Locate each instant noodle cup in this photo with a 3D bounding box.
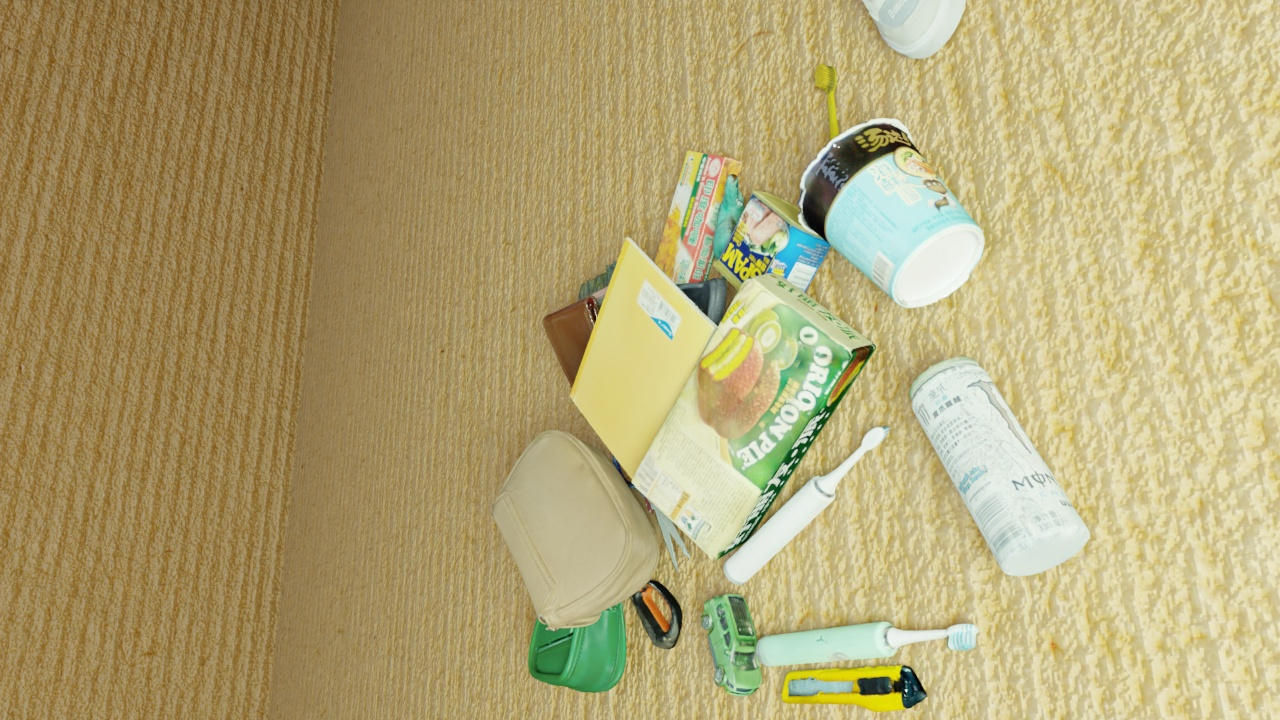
[{"bbox_3d":[0.198,-0.107,0.706,0.111,0.111,0.120,-58,45,31],"label":"instant noodle cup"}]

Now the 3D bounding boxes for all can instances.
[{"bbox_3d":[0.124,-0.102,0.860,0.083,0.057,0.102,-64,34,21],"label":"can"},{"bbox_3d":[0.237,0.069,0.619,0.058,0.058,0.146,-54,39,36],"label":"can"}]

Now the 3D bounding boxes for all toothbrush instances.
[{"bbox_3d":[0.170,0.220,0.716,0.225,0.026,0.027,-30,34,51],"label":"toothbrush"},{"bbox_3d":[0.175,-0.189,0.839,0.016,0.016,0.190,-27,59,53],"label":"toothbrush"},{"bbox_3d":[0.140,0.126,0.791,0.026,0.026,0.222,52,129,20],"label":"toothbrush"}]

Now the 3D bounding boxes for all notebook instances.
[{"bbox_3d":[-0.005,0.005,0.896,0.146,0.010,0.207,49,133,34],"label":"notebook"}]

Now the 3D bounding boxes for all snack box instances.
[{"bbox_3d":[0.059,-0.148,1.008,0.077,0.027,0.156,32,108,56],"label":"snack box"},{"bbox_3d":[0.093,0.052,0.815,0.114,0.063,0.241,40,119,24],"label":"snack box"}]

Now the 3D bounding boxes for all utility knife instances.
[{"bbox_3d":[0.162,0.260,0.725,0.154,0.015,0.033,-30,54,52],"label":"utility knife"}]

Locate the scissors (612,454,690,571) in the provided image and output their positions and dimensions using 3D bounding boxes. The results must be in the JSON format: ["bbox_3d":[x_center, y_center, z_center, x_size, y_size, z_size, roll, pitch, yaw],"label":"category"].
[{"bbox_3d":[0.008,0.144,0.964,0.141,0.012,0.171,-19,72,54],"label":"scissors"}]

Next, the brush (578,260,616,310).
[{"bbox_3d":[-0.035,-0.068,1.104,0.146,0.063,0.073,-19,68,56],"label":"brush"}]

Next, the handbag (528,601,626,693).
[{"bbox_3d":[-0.066,0.301,1.012,0.132,0.068,0.120,-29,47,59],"label":"handbag"}]

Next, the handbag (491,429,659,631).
[{"bbox_3d":[-0.069,0.177,0.968,0.148,0.099,0.204,-43,46,8],"label":"handbag"}]

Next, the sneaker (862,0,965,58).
[{"bbox_3d":[0.199,-0.362,0.782,0.090,0.090,0.241,-46,45,44],"label":"sneaker"}]

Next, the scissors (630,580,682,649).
[{"bbox_3d":[-0.020,0.256,1.019,0.221,0.021,0.234,14,94,59],"label":"scissors"}]

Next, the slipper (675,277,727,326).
[{"bbox_3d":[0.010,-0.017,0.947,0.269,0.083,0.110,152,127,-70],"label":"slipper"}]

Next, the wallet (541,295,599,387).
[{"bbox_3d":[-0.063,-0.011,1.110,0.101,0.032,0.124,-14,102,55],"label":"wallet"}]

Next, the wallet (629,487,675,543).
[{"bbox_3d":[0.028,0.123,0.975,0.115,0.033,0.090,-65,35,29],"label":"wallet"}]

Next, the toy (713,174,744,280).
[{"bbox_3d":[0.090,-0.142,0.934,0.096,0.030,0.091,84,-169,-63],"label":"toy"}]

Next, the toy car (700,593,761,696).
[{"bbox_3d":[0.085,0.255,0.828,0.036,0.043,0.091,-45,45,42],"label":"toy car"}]
